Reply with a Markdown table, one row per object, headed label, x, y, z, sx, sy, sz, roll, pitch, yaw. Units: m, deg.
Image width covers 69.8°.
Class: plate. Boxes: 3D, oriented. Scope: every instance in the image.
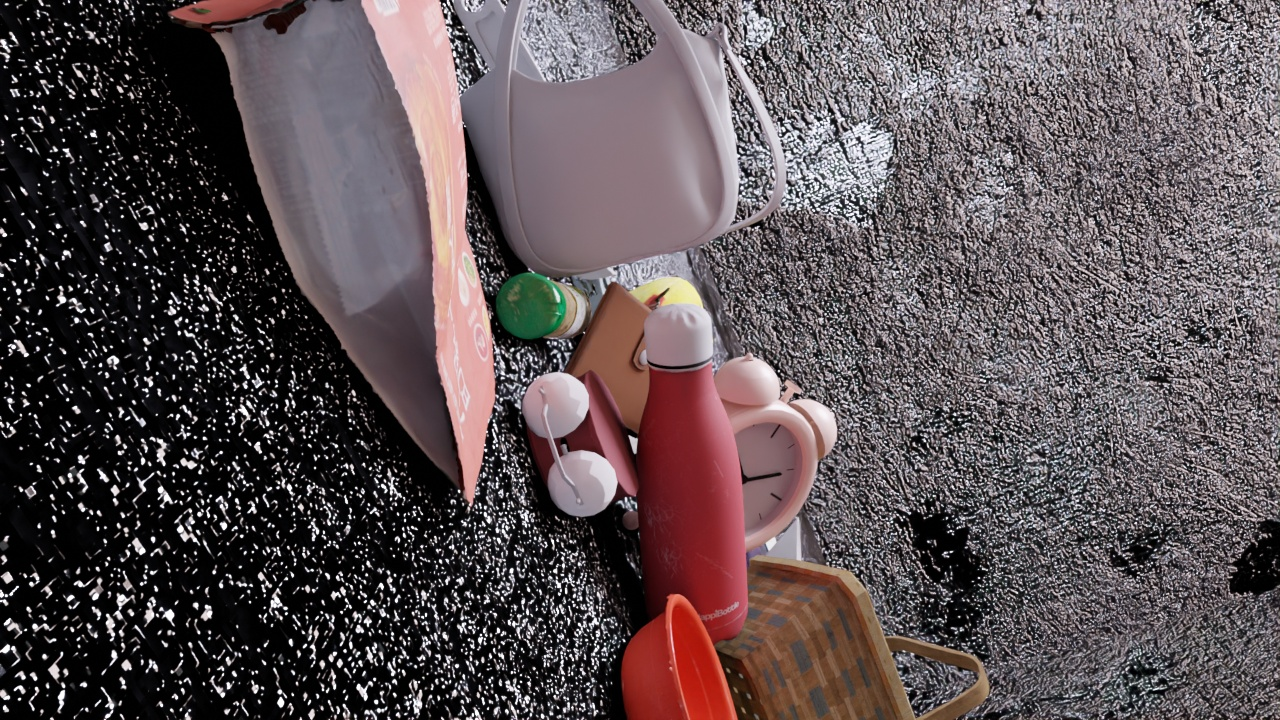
| label | x | y | z | sx | sy | sz | roll | pitch | yaw |
| --- | --- | --- | --- | --- | --- | --- | --- | --- | --- |
| plate | 0.144 | 0.247 | 0.933 | 0.174 | 0.036 | 0.174 | -1 | 89 | -79 |

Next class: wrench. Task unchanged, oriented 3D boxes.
| label | x | y | z | sx | sy | sz | roll | pitch | yaw |
| --- | --- | --- | --- | --- | --- | --- | --- | --- | --- |
| wrench | -0.088 | -0.192 | 0.773 | 0.273 | 0.087 | 0.018 | 59 | 10 | -2 |

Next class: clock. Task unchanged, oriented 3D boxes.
| label | x | y | z | sx | sy | sz | roll | pitch | yaw |
| --- | --- | --- | --- | --- | --- | --- | --- | --- | --- |
| clock | 0.070 | 0.080 | 0.727 | 0.131 | 0.160 | 0.086 | 32 | 10 | -37 |
| clock | -0.038 | 0.051 | 0.567 | 0.124 | 0.044 | 0.087 | 15 | 55 | -78 |

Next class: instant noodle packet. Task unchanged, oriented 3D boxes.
| label | x | y | z | sx | sy | sz | roll | pitch | yaw |
| --- | --- | --- | --- | --- | --- | --- | --- | --- | --- |
| instant noodle packet | -0.100 | -0.065 | 0.421 | 0.164 | 0.084 | 0.221 | -101 | 176 | -63 |

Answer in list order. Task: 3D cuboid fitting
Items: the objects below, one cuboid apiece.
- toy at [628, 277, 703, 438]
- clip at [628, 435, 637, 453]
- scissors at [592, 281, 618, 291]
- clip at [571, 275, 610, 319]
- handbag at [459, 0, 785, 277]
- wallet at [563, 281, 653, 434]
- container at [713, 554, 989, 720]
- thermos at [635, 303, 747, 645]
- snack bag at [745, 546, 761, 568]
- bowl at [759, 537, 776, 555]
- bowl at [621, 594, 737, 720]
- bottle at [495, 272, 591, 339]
| label | x | y | z | sx | sy | sz | roll | pitch | yaw |
| --- | --- | --- | --- | --- | --- | --- | --- | --- | --- |
| toy | 0.016 | 0.007 | 0.807 | 0.133 | 0.092 | 0.208 | -64 | 148 | -25 |
| clip | -0.021 | 0.061 | 0.684 | 0.102 | 0.057 | 0.054 | 25 | 70 | -78 |
| scissors | -0.016 | -0.043 | 0.947 | 0.150 | 0.019 | 0.130 | 70 | 20 | -3 |
| clip | -0.060 | -0.105 | 0.828 | 0.106 | 0.028 | 0.163 | -43 | 111 | -78 |
| handbag | -0.019 | -0.183 | 0.660 | 0.095 | 0.216 | 0.223 | -108 | -175 | -79 |
| wallet | -0.004 | 0.004 | 0.693 | 0.013 | 0.087 | 0.121 | 20 | -10 | 41 |
| container | 0.164 | 0.270 | 0.712 | 0.158 | 0.186 | 0.250 | -15 | -83 | 67 |
| thermos | 0.032 | 0.078 | 0.621 | 0.073 | 0.073 | 0.240 | -82 | 168 | -70 |
| snack bag | 0.075 | 0.144 | 0.963 | 0.096 | 0.058 | 0.205 | 16 | 55 | -77 |
| bowl | 0.115 | 0.202 | 1.054 | 0.118 | 0.062 | 0.118 | -21 | 89 | -80 |
| bowl | 0.022 | 0.213 | 0.561 | 0.130 | 0.045 | 0.130 | -20 | 89 | -80 |
| bottle | -0.061 | -0.035 | 0.622 | 0.111 | 0.043 | 0.043 | -5 | 75 | -80 |
